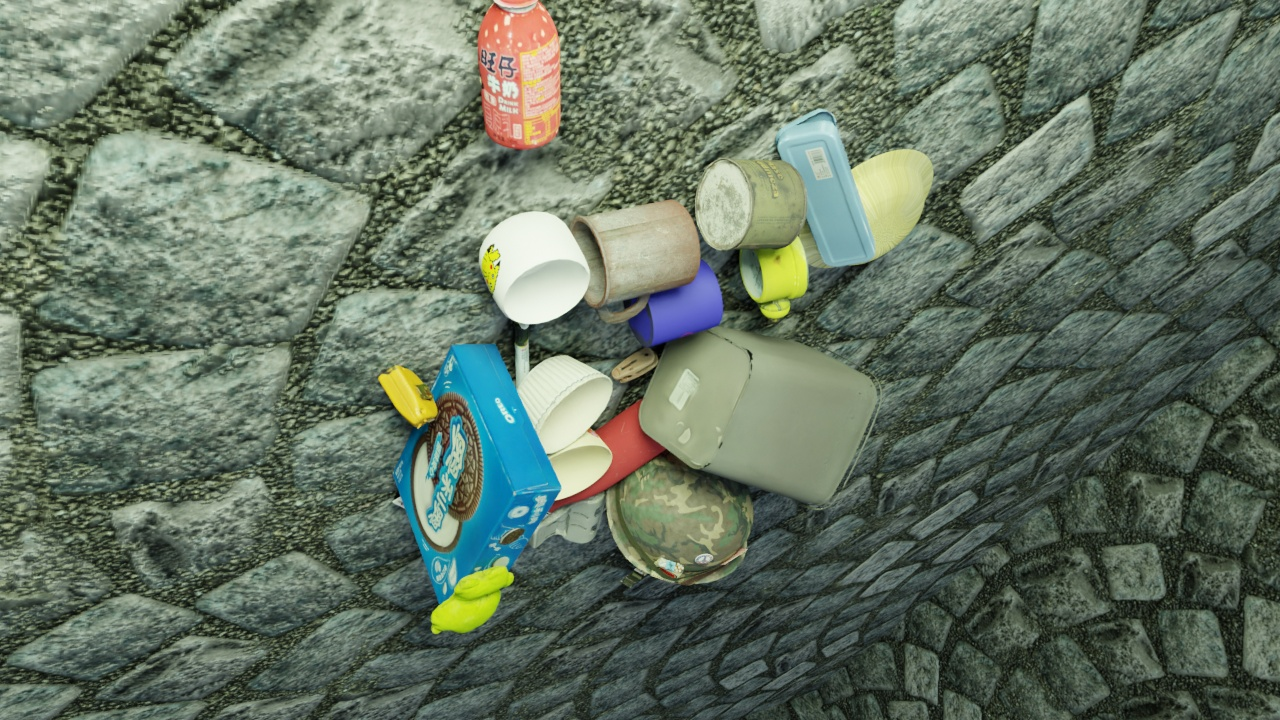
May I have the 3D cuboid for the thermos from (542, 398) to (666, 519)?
[{"bbox_3d":[-0.064,0.141,1.226,0.240,0.073,0.073,-35,148,11],"label":"thermos"}]

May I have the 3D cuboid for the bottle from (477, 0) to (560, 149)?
[{"bbox_3d":[-0.091,-0.228,0.684,0.062,0.062,0.138,-18,146,-17],"label":"bottle"}]

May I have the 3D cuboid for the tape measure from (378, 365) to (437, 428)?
[{"bbox_3d":[-0.234,0.039,0.949,0.030,0.068,0.059,-33,174,4],"label":"tape measure"}]

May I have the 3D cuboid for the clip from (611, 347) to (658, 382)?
[{"bbox_3d":[-0.009,0.006,1.125,0.049,0.025,0.061,1,145,-34],"label":"clip"}]

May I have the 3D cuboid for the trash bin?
[{"bbox_3d":[0.140,0.060,1.144,0.219,0.197,0.197,15,102,-40],"label":"trash bin"}]

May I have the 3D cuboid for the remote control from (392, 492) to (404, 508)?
[{"bbox_3d":[-0.251,0.145,1.140,0.124,0.011,0.028,-32,149,5],"label":"remote control"}]

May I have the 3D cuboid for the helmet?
[{"bbox_3d":[0.056,0.218,1.299,0.224,0.192,0.237,42,144,-19],"label":"helmet"}]

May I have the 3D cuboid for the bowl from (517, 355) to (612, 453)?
[{"bbox_3d":[-0.095,0.044,1.050,0.115,0.062,0.115,-38,156,-21],"label":"bowl"}]

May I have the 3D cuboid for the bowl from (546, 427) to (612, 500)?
[{"bbox_3d":[-0.104,0.113,1.151,0.118,0.074,0.118,-21,148,-14],"label":"bowl"}]

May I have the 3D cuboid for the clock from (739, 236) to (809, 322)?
[{"bbox_3d":[0.150,-0.098,1.044,0.057,0.083,0.119,-15,143,-13],"label":"clock"}]

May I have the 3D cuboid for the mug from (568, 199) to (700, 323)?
[{"bbox_3d":[-0.007,-0.093,0.909,0.110,0.096,0.123,-12,131,-19],"label":"mug"}]

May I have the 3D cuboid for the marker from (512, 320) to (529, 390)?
[{"bbox_3d":[-0.132,0.002,1.023,0.017,0.017,0.147,-18,147,-18],"label":"marker"}]

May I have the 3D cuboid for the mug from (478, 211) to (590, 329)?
[{"bbox_3d":[-0.105,-0.081,0.876,0.094,0.068,0.116,-8,143,-31],"label":"mug"}]

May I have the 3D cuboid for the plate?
[{"bbox_3d":[0.278,-0.165,1.093,0.184,0.036,0.185,-21,148,-14],"label":"plate"}]

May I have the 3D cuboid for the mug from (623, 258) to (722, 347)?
[{"bbox_3d":[0.033,-0.078,0.995,0.083,0.079,0.111,-17,119,-19],"label":"mug"}]

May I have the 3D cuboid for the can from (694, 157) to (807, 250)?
[{"bbox_3d":[0.111,-0.156,0.920,0.074,0.089,0.090,-6,142,-33],"label":"can"}]

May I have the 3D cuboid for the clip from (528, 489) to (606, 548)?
[{"bbox_3d":[-0.097,0.225,1.326,0.150,0.089,0.126,-24,147,-28],"label":"clip"}]

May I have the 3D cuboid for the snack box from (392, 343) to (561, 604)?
[{"bbox_3d":[-0.186,0.130,0.994,0.056,0.195,0.240,-2,140,-37],"label":"snack box"}]

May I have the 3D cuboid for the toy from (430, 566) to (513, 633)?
[{"bbox_3d":[-0.175,0.249,0.953,0.094,0.036,0.094,-19,142,-24],"label":"toy"}]

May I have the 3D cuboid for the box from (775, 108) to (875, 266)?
[{"bbox_3d":[0.201,-0.184,0.988,0.067,0.052,0.210,-9,142,23],"label":"box"}]
